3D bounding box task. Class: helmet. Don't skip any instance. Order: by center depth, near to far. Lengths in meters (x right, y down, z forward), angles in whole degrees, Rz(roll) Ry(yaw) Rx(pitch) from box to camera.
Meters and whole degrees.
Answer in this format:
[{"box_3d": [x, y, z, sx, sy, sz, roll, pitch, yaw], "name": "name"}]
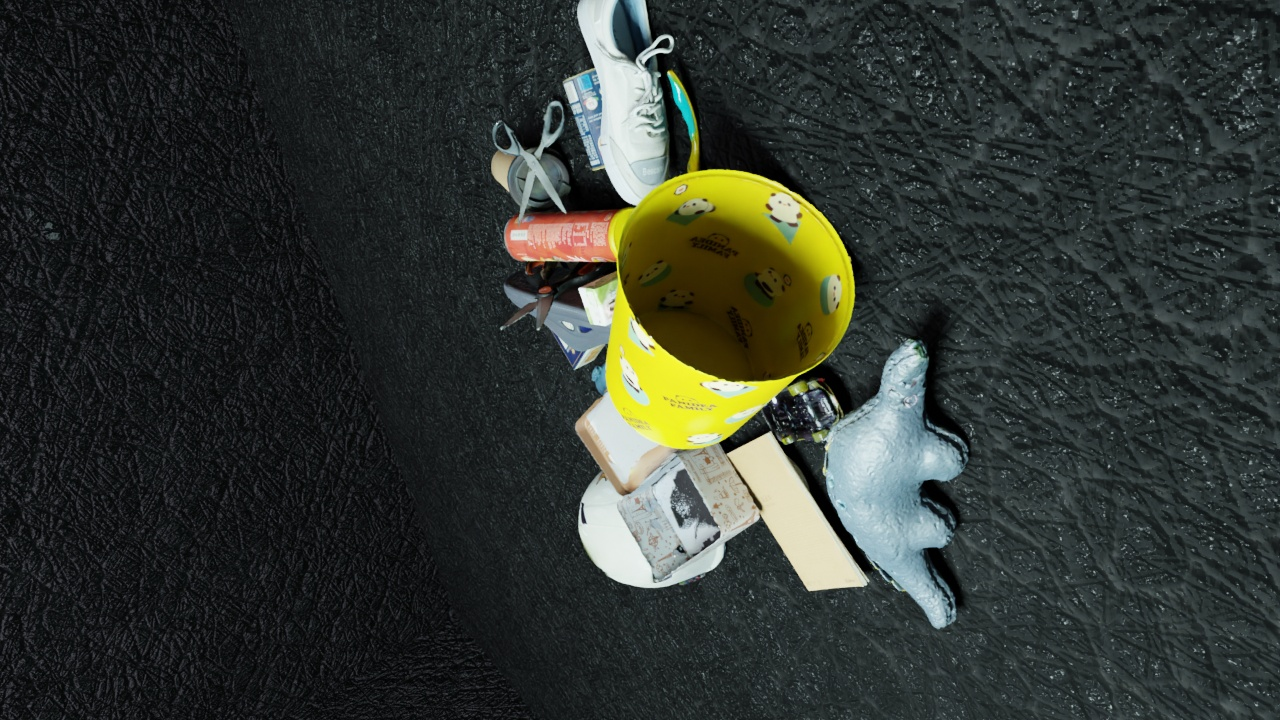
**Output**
[{"box_3d": [-0.006, 0.263, 1.444, 0.275, 0.156, 0.230, -2, 113, 62], "name": "helmet"}]

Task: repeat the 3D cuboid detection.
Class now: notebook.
[{"box_3d": [0.189, 0.195, 1.154, 0.211, 0.012, 0.150, 58, 158, 6], "name": "notebook"}]

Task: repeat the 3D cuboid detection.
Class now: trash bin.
[{"box_3d": [0.069, -0.032, 0.970, 0.229, 0.229, 0.256, 55, 158, 15], "name": "trash bin"}]

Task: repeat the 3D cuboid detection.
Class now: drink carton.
[{"box_3d": [-0.013, -0.090, 1.166, 0.046, 0.122, 0.053, 12, 123, 56], "name": "drink carton"}]

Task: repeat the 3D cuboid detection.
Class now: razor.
[{"box_3d": [0.049, -0.254, 1.006, 0.043, 0.028, 0.133, -99, -3, -58], "name": "razor"}]

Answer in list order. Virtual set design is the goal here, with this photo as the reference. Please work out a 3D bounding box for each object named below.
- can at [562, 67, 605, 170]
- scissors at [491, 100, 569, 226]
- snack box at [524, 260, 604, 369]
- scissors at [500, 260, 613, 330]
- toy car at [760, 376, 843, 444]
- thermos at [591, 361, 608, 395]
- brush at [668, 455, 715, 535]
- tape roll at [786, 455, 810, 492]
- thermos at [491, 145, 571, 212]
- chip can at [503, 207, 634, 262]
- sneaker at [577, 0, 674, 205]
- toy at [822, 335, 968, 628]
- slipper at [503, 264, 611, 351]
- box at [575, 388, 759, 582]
[{"box_3d": [-0.039, -0.289, 1.081, 0.075, 0.075, 0.111, 7, 120, 60], "name": "can"}, {"box_3d": [-0.140, -0.269, 1.232, 0.181, 0.159, 0.014, 47, -168, 20], "name": "scissors"}, {"box_3d": [-0.109, -0.100, 1.419, 0.182, 0.045, 0.178, 58, 153, 10], "name": "snack box"}, {"box_3d": [-0.112, -0.103, 1.244, 0.224, 0.204, 0.022, -124, 20, -58], "name": "scissors"}, {"box_3d": [0.179, 0.056, 1.041, 0.070, 0.042, 0.158, 63, 161, -1], "name": "toy car"}, {"box_3d": [-0.008, 0.008, 1.311, 0.070, 0.070, 0.221, 62, 154, 3], "name": "thermos"}, {"box_3d": [0.098, 0.179, 1.296, 0.144, 0.055, 0.074, 51, 133, 23], "name": "brush"}, {"box_3d": [0.181, 0.155, 1.163, 0.086, 0.013, 0.086, 43, 148, 35], "name": "tape roll"}, {"box_3d": [-0.163, -0.269, 1.321, 0.143, 0.093, 0.093, 36, 144, 57], "name": "thermos"}, {"box_3d": [-0.089, -0.166, 1.228, 0.217, 0.073, 0.073, 6, 120, 41], "name": "chip can"}, {"box_3d": [0.001, -0.292, 1.004, 0.091, 0.089, 0.242, 8, 115, 54], "name": "sneaker"}, {"box_3d": [0.251, 0.119, 0.918, 0.138, 0.091, 0.357, 17, 132, 40], "name": "toy"}, {"box_3d": [-0.077, -0.068, 1.278, 0.268, 0.110, 0.083, 18, 130, 36], "name": "slipper"}, {"box_3d": [0.025, 0.149, 1.257, 0.260, 0.082, 0.178, 58, 137, 14], "name": "box"}]
